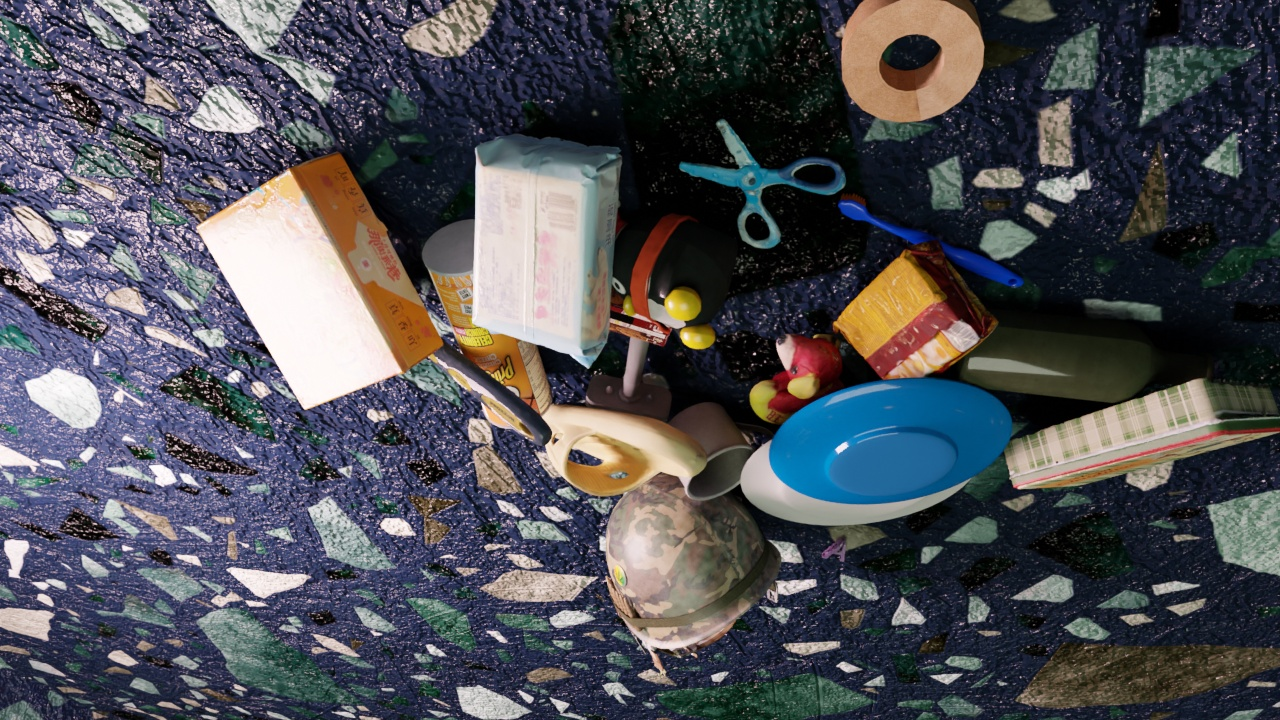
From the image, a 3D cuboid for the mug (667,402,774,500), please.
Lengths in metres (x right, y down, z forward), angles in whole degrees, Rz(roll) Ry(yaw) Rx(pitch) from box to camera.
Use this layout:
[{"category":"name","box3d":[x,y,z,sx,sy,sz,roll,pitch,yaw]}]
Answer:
[{"category":"mug","box3d":[0.083,0.089,0.963,0.113,0.070,0.084,-22,143,-14]}]

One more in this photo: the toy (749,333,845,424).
[{"category":"toy","box3d":[0.164,0.027,0.893,0.105,0.067,0.138,7,147,0]}]

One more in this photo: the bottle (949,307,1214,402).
[{"category":"bottle","box3d":[0.381,-0.002,0.796,0.207,0.071,0.072,6,139,7]}]

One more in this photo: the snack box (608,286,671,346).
[{"category":"snack box","box3d":[-0.037,-0.061,0.846,0.141,0.050,0.032,17,139,-5]}]

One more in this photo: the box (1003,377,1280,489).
[{"category":"box","box3d":[0.444,0.071,0.824,0.117,0.050,0.206,6,158,-32]}]

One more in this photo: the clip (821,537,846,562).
[{"category":"clip","box3d":[0.242,0.238,1.147,0.046,0.014,0.050,-6,139,24]}]

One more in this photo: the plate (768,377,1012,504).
[{"category":"plate","box3d":[0.234,0.090,0.863,0.224,0.024,0.225,0,143,0]}]

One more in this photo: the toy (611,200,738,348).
[{"category":"toy","box3d":[0.019,-0.078,0.783,0.119,0.099,0.097,22,164,24]}]

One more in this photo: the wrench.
[{"category":"wrench","box3d":[-0.186,-0.004,0.874,0.273,0.022,0.073,35,143,22]}]

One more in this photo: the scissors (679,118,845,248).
[{"category":"scissors","box3d":[0.104,-0.147,0.746,0.134,0.012,0.134,-14,131,28]}]

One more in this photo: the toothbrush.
[{"category":"toothbrush","box3d":[0.244,-0.099,0.765,0.182,0.018,0.016,20,139,-14]}]

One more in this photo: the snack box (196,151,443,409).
[{"category":"snack box","box3d":[-0.285,-0.071,0.837,0.145,0.080,0.195,-18,105,32]}]

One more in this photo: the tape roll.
[{"category":"tape roll","box3d":[0.187,-0.213,0.636,0.094,0.027,0.094,7,139,6]}]

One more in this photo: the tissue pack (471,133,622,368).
[{"category":"tissue pack","box3d":[-0.077,-0.091,0.754,0.112,0.069,0.182,14,116,18]}]

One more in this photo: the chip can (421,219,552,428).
[{"category":"chip can","box3d":[-0.143,-0.029,0.890,0.075,0.075,0.215,2,138,12]}]

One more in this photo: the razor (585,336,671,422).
[{"category":"razor","box3d":[-0.005,0.005,0.926,0.088,0.047,0.116,11,132,1]}]

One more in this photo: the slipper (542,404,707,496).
[{"category":"slipper","box3d":[-0.031,0.101,0.937,0.111,0.079,0.262,30,163,-28]}]

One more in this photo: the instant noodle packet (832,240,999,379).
[{"category":"instant noodle packet","box3d":[0.234,-0.033,0.786,0.098,0.039,0.136,47,147,8]}]

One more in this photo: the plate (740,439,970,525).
[{"category":"plate","box3d":[0.225,0.123,0.947,0.242,0.016,0.243,-1,145,-1]}]

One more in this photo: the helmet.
[{"category":"helmet","box3d":[0.057,0.239,1.052,0.236,0.192,0.225,58,153,-10]}]
